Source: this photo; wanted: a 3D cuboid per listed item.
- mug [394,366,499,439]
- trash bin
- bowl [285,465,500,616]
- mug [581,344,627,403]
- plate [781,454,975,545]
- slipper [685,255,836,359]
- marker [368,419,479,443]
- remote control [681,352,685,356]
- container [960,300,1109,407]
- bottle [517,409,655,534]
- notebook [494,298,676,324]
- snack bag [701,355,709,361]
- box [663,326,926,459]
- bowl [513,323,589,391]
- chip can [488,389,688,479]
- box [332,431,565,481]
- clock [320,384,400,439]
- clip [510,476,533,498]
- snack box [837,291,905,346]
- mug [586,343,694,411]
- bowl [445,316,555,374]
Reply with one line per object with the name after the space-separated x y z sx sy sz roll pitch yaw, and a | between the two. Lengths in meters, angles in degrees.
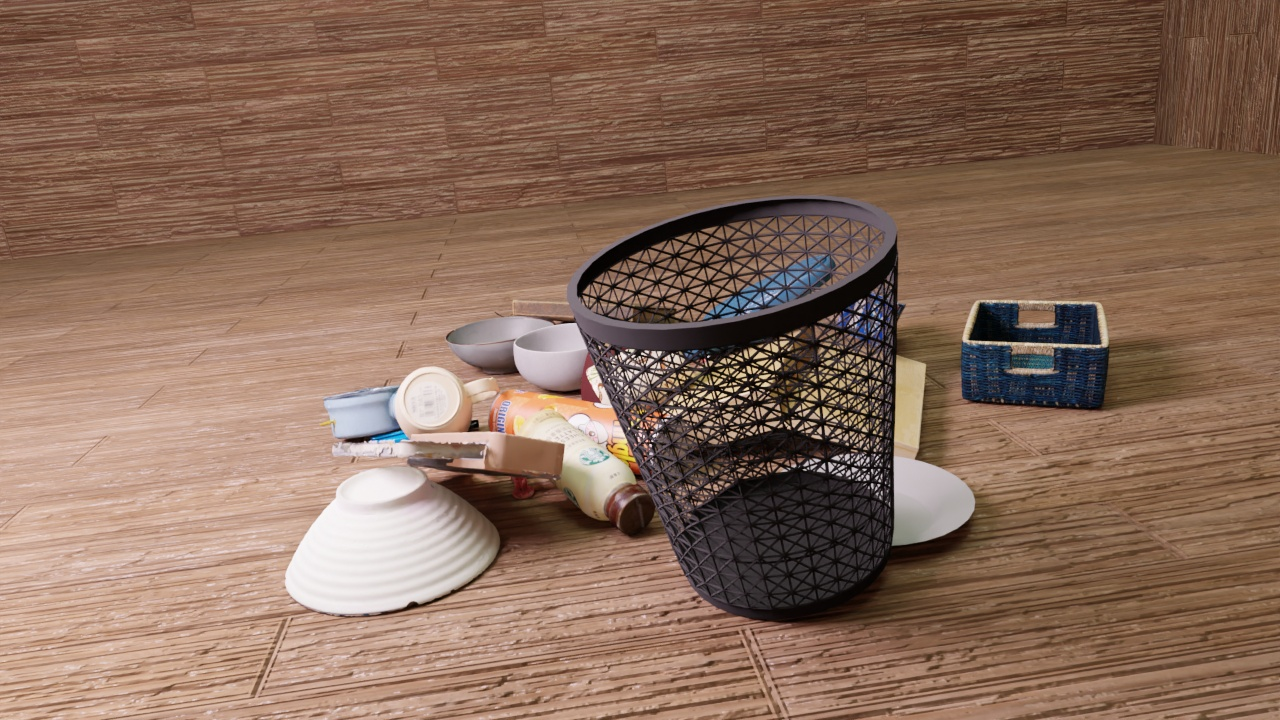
-0.203 0.043 0.965 0.111 0.085 0.104 -17 -6 -12 | mug
0.084 0.036 0.656 0.217 0.243 0.216 -12 26 6 | trash bin
-0.210 0.134 0.767 0.177 0.071 0.177 -4 17 1 | bowl
-0.018 0.012 1.072 0.114 0.088 0.086 7 21 33 | mug
0.190 0.123 0.775 0.173 0.019 0.172 -5 17 1 | plate
0.139 -0.053 1.074 0.214 0.059 0.103 -30 12 29 | slipper
-0.244 0.082 1.035 0.123 0.015 0.018 -11 14 -16 | marker
0.007 -0.008 1.259 0.125 0.010 0.039 2 19 23 | remote control
0.446 -0.011 1.041 0.145 0.071 0.187 3 19 24 | container
-0.050 0.101 0.831 0.056 0.057 0.162 -17 31 -33 | bottle
-0.080 -0.072 1.374 0.216 0.034 0.189 5 4 29 | notebook
0.112 -0.020 1.227 0.077 0.036 0.116 -9 18 -11 | snack bag
0.175 0.031 0.992 0.261 0.097 0.246 7 21 17 | box
-0.092 0.001 1.168 0.132 0.064 0.131 -5 17 1 | bowl
-0.057 0.073 0.932 0.211 0.062 0.062 7 21 34 | chip can
-0.177 0.079 0.817 0.148 0.042 0.217 17 -13 -31 | box
-0.298 0.056 1.048 0.124 0.051 0.089 -9 2 -10 | clock
-0.116 0.116 0.890 0.022 0.035 0.058 -12 13 -10 | clip
0.289 -0.055 1.140 0.059 0.059 0.226 26 10 16 | snack box
-0.006 0.006 0.985 0.097 0.122 0.081 -33 41 4 | mug
-0.189 -0.017 1.266 0.151 0.057 0.150 -6 16 1 | bowl
